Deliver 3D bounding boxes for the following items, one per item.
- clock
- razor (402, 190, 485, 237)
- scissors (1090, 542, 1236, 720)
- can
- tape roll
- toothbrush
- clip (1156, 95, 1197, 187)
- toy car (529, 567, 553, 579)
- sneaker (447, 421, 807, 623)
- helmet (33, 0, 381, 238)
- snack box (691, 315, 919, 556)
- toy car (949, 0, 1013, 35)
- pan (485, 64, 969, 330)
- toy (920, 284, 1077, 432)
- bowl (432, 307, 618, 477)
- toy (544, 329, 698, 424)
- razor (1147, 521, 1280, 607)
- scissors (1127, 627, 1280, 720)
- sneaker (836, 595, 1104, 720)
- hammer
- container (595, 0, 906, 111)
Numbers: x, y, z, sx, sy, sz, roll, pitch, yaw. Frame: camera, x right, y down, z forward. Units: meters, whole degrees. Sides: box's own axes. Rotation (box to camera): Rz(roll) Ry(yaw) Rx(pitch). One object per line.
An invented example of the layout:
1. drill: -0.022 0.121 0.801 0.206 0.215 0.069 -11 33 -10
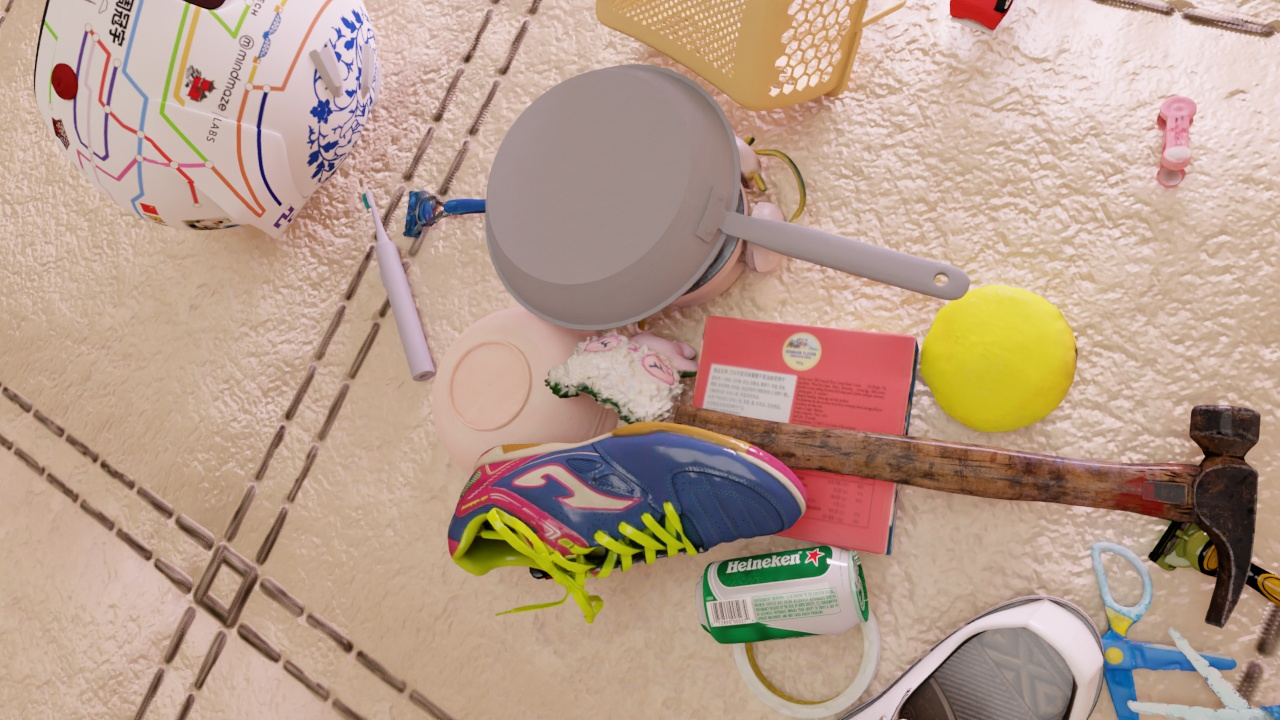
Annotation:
1. clock: 0.042 -0.102 0.667 0.158 0.058 0.116 -27 70 14
2. razor: -0.140 -0.129 0.769 0.141 0.018 0.043 0 77 22
3. scissors: 0.276 0.169 0.538 0.125 0.013 0.130 -1 80 23
4. can: 0.087 0.147 0.573 0.101 0.053 0.053 -12 74 19
5. tape roll: 0.107 0.183 0.598 0.094 0.019 0.094 -5 76 21
6. toothbrush: -0.210 -0.068 0.783 0.019 0.018 0.187 -26 70 13
7. clip: 0.333 -0.139 0.572 0.023 0.045 0.060 8 95 20
8. toy car: -0.088 0.127 0.678 0.092 0.042 0.036 32 69 25
9. sneaker: -0.015 0.108 0.581 0.242 0.116 0.090 -7 42 28
10. helmet: -0.338 -0.259 0.762 0.236 0.231 0.314 16 88 -8
11. snack box: 0.105 0.048 0.618 0.143 0.040 0.145 7 80 23
12. toy car: 0.253 -0.276 0.640 0.038 0.025 0.089 31 90 25
13. pan: 0.038 -0.099 0.615 0.357 0.050 0.200 18 86 26
14. toy: 0.226 -0.002 0.581 0.094 0.041 0.095 -8 76 26
15. bowl: -0.097 0.025 0.685 0.153 0.076 0.153 -5 76 20
16. toy: -0.004 0.004 0.642 0.096 0.108 0.041 24 124 21
17. razor: 0.363 0.133 0.507 0.144 0.021 0.044 33 91 23
18. scissors: 0.343 0.192 0.500 0.119 0.014 0.129 -41 72 7
19. sneaker: 0.158 0.229 0.520 0.246 0.097 0.091 -42 66 14
20. hammer: 0.178 0.071 0.550 0.331 0.033 0.120 6 81 17
21. container: 0.080 -0.280 0.659 0.183 0.129 0.166 39 54 25
